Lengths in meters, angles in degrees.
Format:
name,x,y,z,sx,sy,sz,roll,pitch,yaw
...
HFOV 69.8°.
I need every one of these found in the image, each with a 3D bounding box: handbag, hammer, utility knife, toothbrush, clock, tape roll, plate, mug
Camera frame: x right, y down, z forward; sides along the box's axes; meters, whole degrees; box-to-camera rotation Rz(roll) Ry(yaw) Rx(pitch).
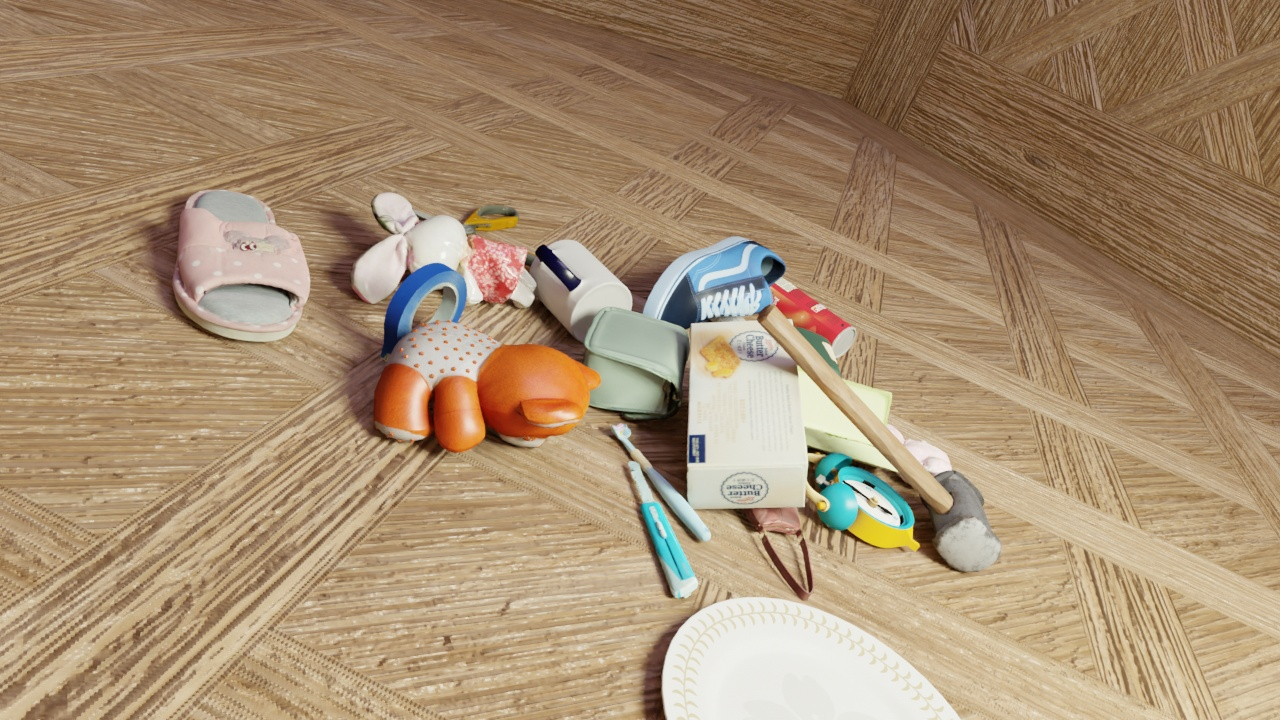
name,x,y,z,sx,sy,sz,roll,pitch,yaw
handbag,0.124,0.157,0.795,0.055,0.029,0.119,10,34,-20
hammer,0.224,0.069,0.864,0.328,0.052,0.097,45,23,-15
utility knife,0.012,0.135,0.759,0.022,0.015,0.161,-17,36,-9
toothbrush,0.017,0.106,0.813,0.022,0.016,0.155,16,24,-44
clock,0.208,0.134,0.883,0.129,0.044,0.099,28,26,-4
tape roll,-0.197,-0.046,0.847,0.016,0.091,0.092,32,33,18
plate,0.126,0.255,0.617,0.242,0.016,0.242,18,27,-9
handbag,-0.005,0.005,0.926,0.106,0.067,0.121,13,26,1
mug,-0.075,-0.085,1.007,0.097,0.078,0.112,46,0,39

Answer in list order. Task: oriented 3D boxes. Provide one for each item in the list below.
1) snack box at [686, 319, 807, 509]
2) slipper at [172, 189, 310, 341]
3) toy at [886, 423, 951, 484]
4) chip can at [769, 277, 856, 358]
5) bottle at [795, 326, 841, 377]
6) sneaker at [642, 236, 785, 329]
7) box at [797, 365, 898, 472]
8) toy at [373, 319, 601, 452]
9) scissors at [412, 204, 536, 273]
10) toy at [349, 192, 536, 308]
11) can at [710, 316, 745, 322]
name,x,y,z,sx,sy,sz,roll,pitch,yaw
snack box,0.097,0.045,0.860,0.104,0.058,0.207,-2,39,6
slipper,-0.377,-0.106,0.861,0.114,0.055,0.274,4,31,-32
toy,0.299,0.107,0.998,0.063,0.047,0.110,23,16,-17
chip can,0.200,-0.081,1.268,0.051,0.052,0.215,-8,40,-46
bottle,0.195,0.000,1.099,0.061,0.061,0.131,21,26,-9
sneaker,0.101,-0.085,1.110,0.098,0.084,0.240,25,39,28
box,0.183,0.064,0.971,0.188,0.066,0.127,15,42,-13
toy,-0.126,0.024,0.786,0.172,0.093,0.163,11,23,6
scissors,-0.192,-0.154,1.138,0.230,0.016,0.224,31,28,18
toy,-0.202,-0.108,0.977,0.194,0.084,0.158,16,46,-21
can,0.107,-0.055,1.167,0.032,0.032,0.095,4,31,-32
